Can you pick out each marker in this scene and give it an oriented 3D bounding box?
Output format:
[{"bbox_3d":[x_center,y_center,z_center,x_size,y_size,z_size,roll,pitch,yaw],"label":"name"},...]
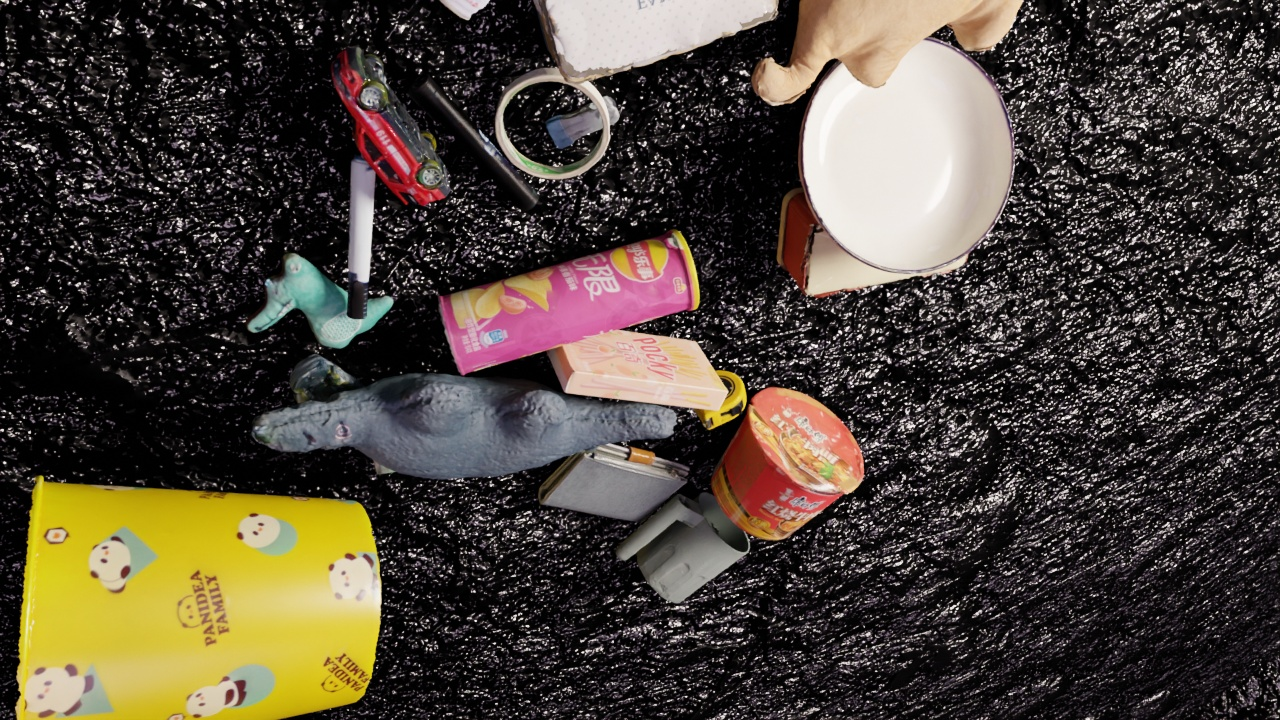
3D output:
[{"bbox_3d":[-0.123,-0.161,0.691,0.022,0.020,0.132,-25,135,21],"label":"marker"},{"bbox_3d":[-0.212,-0.092,0.696,0.018,0.022,0.131,-2,117,-25],"label":"marker"}]

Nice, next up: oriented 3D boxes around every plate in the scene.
[{"bbox_3d":[0.215,-0.168,0.760,0.192,0.039,0.192,-1,94,-13],"label":"plate"}]

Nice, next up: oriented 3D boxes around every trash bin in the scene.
[{"bbox_3d":[-0.374,0.212,0.781,0.254,0.229,0.230,4,127,-32],"label":"trash bin"}]

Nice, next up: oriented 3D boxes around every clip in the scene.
[{"bbox_3d":[-0.044,-0.183,0.705,0.057,0.029,0.024,-22,128,6],"label":"clip"}]

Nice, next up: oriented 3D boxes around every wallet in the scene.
[{"bbox_3d":[-0.026,0.125,0.961,0.129,0.037,0.107,18,131,-32],"label":"wallet"}]

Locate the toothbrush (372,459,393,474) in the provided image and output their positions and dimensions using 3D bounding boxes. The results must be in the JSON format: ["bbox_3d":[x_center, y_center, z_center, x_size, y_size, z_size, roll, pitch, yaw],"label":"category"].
[{"bbox_3d":[-0.142,0.080,0.882,0.224,0.026,0.027,-7,87,-16],"label":"toothbrush"}]

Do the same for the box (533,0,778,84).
[{"bbox_3d":[0.016,-0.263,0.636,0.184,0.059,0.090,-20,133,-8],"label":"box"}]

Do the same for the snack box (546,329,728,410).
[{"bbox_3d":[-0.005,0.005,0.834,0.157,0.084,0.026,7,121,-27],"label":"snack box"}]

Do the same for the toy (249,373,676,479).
[{"bbox_3d":[-0.149,0.056,0.794,0.355,0.091,0.138,2,172,-28],"label":"toy"}]

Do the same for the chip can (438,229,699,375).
[{"bbox_3d":[-0.060,-0.049,0.775,0.210,0.071,0.071,-17,132,-8],"label":"chip can"}]

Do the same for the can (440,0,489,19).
[{"bbox_3d":[-0.084,-0.283,0.579,0.135,0.053,0.053,-43,131,16],"label":"can"}]

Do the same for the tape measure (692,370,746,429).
[{"bbox_3d":[0.077,0.038,0.913,0.057,0.060,0.029,-24,133,-8],"label":"tape measure"}]

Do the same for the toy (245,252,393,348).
[{"bbox_3d":[-0.260,-0.044,0.728,0.096,0.030,0.092,-38,128,4],"label":"toy"}]

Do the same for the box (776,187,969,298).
[{"bbox_3d":[0.217,-0.112,0.829,0.168,0.076,0.091,-12,131,-12],"label":"box"}]

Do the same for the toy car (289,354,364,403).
[{"bbox_3d":[-0.260,0.026,0.785,0.043,0.034,0.090,-35,147,3],"label":"toy car"}]

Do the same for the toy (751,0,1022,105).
[{"bbox_3d":[0.177,-0.272,0.676,0.226,0.082,0.143,-21,117,0],"label":"toy"}]

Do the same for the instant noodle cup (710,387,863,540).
[{"bbox_3d":[0.146,0.113,0.962,0.137,0.137,0.109,9,133,-28],"label":"instant noodle cup"}]

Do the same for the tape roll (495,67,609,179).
[{"bbox_3d":[-0.066,-0.176,0.689,0.086,0.013,0.086,-1,132,-1],"label":"tape roll"}]

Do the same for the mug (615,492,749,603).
[{"bbox_3d":[0.045,0.204,1.025,0.103,0.083,0.124,-43,130,19],"label":"mug"}]

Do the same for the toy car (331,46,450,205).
[{"bbox_3d":[-0.178,-0.161,0.646,0.045,0.053,0.120,-26,134,3],"label":"toy car"}]
